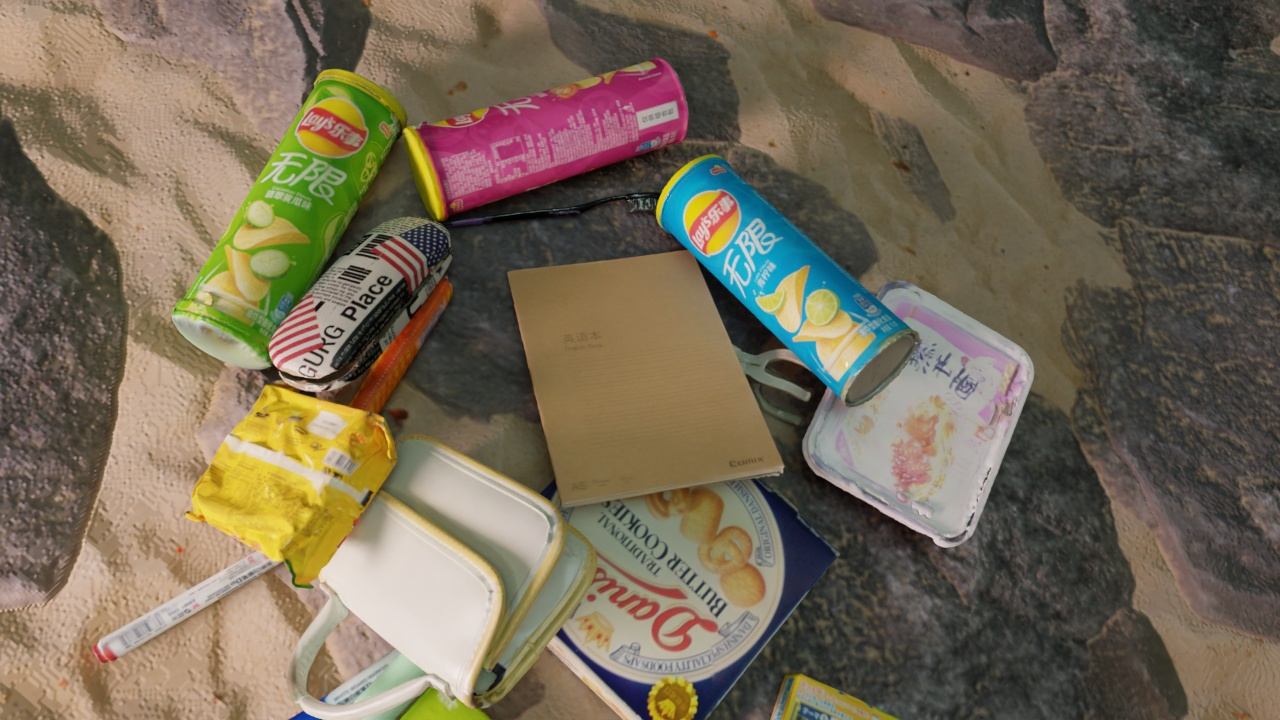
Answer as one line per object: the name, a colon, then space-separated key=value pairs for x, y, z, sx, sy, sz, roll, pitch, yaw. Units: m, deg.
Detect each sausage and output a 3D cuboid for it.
sausage: x=-0.177 y=0.005 z=0.650 sx=0.021 sy=0.021 sz=0.164 roll=28 pitch=68 yaw=-1

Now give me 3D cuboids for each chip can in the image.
chip can: x=-0.243 y=-0.100 z=0.646 sx=0.072 sy=0.073 sz=0.220 roll=22 pitch=69 yaw=-3
chip can: x=0.101 y=-0.061 z=0.667 sx=0.071 sy=0.071 sz=0.210 roll=-31 pitch=61 yaw=-19
chip can: x=-0.070 y=-0.172 z=0.705 sx=0.210 sy=0.071 sz=0.071 roll=-22 pitch=77 yaw=-18

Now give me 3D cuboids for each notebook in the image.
notebook: x=-0.004 y=0.004 z=0.651 sx=0.149 sy=0.012 sz=0.211 roll=-8 pitch=51 yaw=-13

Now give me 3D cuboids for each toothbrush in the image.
toothbrush: x=-0.188 y=0.239 z=0.560 sx=0.026 sy=0.027 sz=0.224 roll=42 pitch=77 yaw=13
toothbrush: x=-0.070 y=-0.114 z=0.716 sx=0.189 sy=0.014 sz=0.016 roll=-10 pitch=86 yaw=-14

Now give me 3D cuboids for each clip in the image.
clip: x=0.092 y=0.005 z=0.681 sx=0.102 sy=0.094 sz=0.035 roll=35 pitch=68 yaw=-10

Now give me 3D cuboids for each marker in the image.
marker: x=-0.274 y=0.146 z=0.587 sx=0.145 sy=0.017 sz=0.017 roll=-30 pitch=80 yaw=-19
marker: x=-0.159 y=0.195 z=0.593 sx=0.145 sy=0.017 sz=0.017 roll=-32 pitch=80 yaw=-19

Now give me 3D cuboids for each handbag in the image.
handbag: x=-0.136 y=0.142 z=0.553 sx=0.163 sy=0.063 sz=0.178 roll=22 pitch=67 yaw=36

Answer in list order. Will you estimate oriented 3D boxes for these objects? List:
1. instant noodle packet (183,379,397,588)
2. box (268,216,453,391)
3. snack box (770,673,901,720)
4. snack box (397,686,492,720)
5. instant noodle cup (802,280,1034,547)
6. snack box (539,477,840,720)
instant noodle packet: x=-0.218 y=0.073 z=0.578 sx=0.128 sy=0.044 sz=0.110 roll=15 pitch=67 yaw=35
box: x=-0.188 y=-0.039 z=0.636 sx=0.072 sy=0.060 sz=0.163 roll=27 pitch=53 yaw=6
snack box: x=0.117 y=0.291 z=0.607 sx=0.087 sy=0.034 sz=0.140 roll=25 pitch=70 yaw=-2
snack box: x=-0.147 y=0.281 z=0.561 sx=0.086 sy=0.026 sz=0.156 roll=43 pitch=69 yaw=4
instant noodle cup: x=0.202 y=0.042 z=0.693 sx=0.138 sy=0.060 sz=0.173 roll=30 pitch=67 yaw=0
snack box: x=0.013 y=0.138 z=0.631 sx=0.178 sy=0.046 sz=0.182 roll=42 pitch=69 yaw=5
